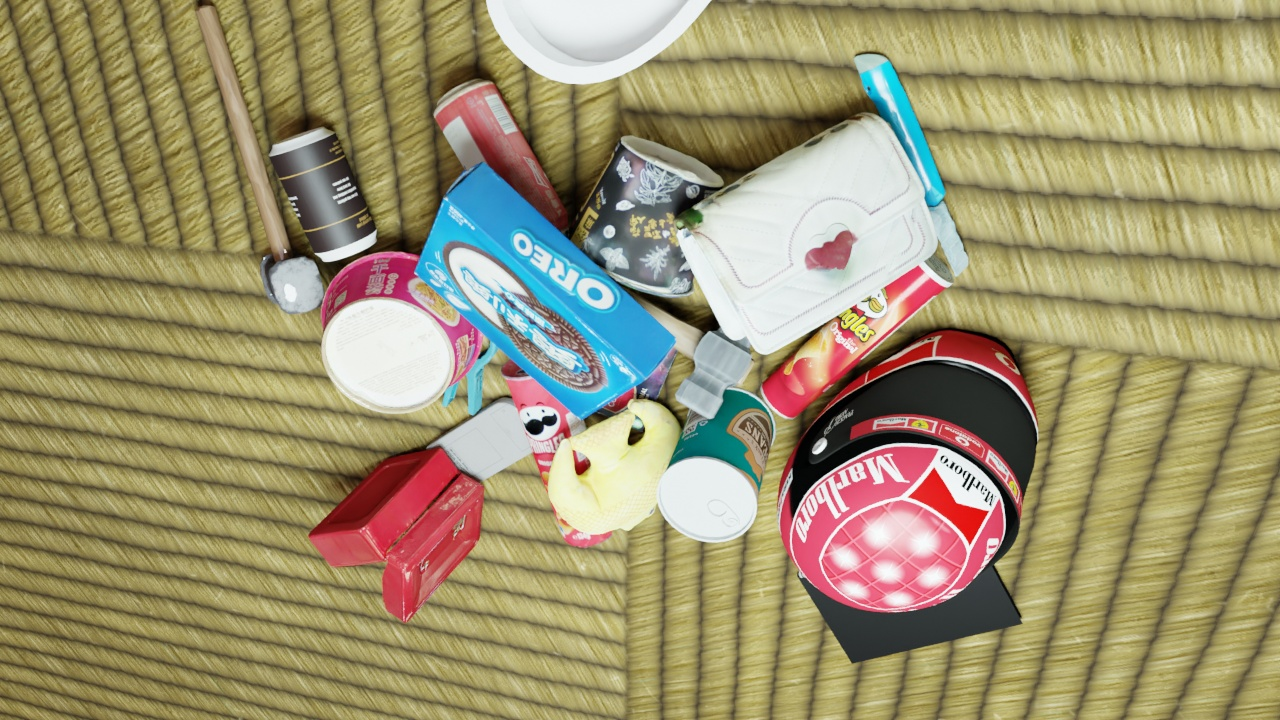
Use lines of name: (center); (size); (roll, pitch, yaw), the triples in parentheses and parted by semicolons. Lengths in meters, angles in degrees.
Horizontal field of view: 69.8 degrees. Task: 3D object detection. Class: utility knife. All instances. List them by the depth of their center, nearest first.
utility knife: (0.250, -0.175, 0.831); (0.031, 0.015, 0.225); (-20, 107, 27)

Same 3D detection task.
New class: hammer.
hammer: (-0.030, -0.067, 0.940); (0.323, 0.051, 0.117); (30, 88, 7)
hammer: (-0.412, -0.207, 0.983); (0.098, 0.052, 0.329); (21, 127, 58)

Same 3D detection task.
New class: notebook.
notebook: (0.306, 0.269, 1.054); (0.207, 0.016, 0.149); (-24, 109, 26)

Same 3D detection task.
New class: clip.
clip: (-0.216, -0.006, 1.057); (0.121, 0.031, 0.130); (33, 121, -7)

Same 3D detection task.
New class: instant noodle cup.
instant noodle cup: (0.009, -0.140, 0.862); (0.137, 0.137, 0.112); (25, 112, 3)
instant noodle cup: (-0.263, -0.019, 0.982); (0.178, 0.077, 0.179); (0, 119, 0)

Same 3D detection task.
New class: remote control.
remote control: (-0.186, 0.099, 1.108); (0.151, 0.019, 0.074); (-31, 106, 29)

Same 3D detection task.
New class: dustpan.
dustpan: (-0.023, -0.363, 0.789); (0.191, 0.053, 0.258); (41, 121, -7)

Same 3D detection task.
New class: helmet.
helmet: (0.250, 0.119, 0.869); (0.197, 0.224, 0.272); (38, 123, -5)

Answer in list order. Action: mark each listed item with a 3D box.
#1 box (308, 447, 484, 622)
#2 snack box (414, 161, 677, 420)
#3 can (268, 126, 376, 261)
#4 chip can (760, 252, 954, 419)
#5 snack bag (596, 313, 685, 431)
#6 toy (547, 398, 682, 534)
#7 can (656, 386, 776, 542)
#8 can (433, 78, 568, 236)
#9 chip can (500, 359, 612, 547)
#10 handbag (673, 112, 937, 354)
box: (-0.290, 0.187, 1.097); (0.156, 0.157, 0.147); (31, 133, 11)
snack box: (-0.100, -0.055, 0.880); (0.239, 0.056, 0.196); (42, 155, -6)
can: (-0.335, -0.176, 0.974); (0.072, 0.071, 0.129); (-9, 114, 21)
chip can: (0.207, -0.024, 0.903); (0.052, 0.051, 0.215); (40, 121, -7)
snack bag: (-0.006, 0.006, 1.005); (0.074, 0.018, 0.155); (23, 123, 3)
toy: (-0.019, 0.125, 1.014); (0.170, 0.064, 0.155); (-30, 122, -16)
can: (0.082, 0.105, 0.956); (0.099, 0.143, 0.099); (7, 119, 13)
can: (-0.133, -0.186, 0.895); (0.067, 0.067, 0.170); (-27, 97, 27)
chip can: (-0.089, 0.102, 1.051); (0.073, 0.073, 0.233); (-7, 116, 20)
handbag: (0.145, -0.112, 0.802); (0.198, 0.096, 0.142); (-31, 110, -4)
